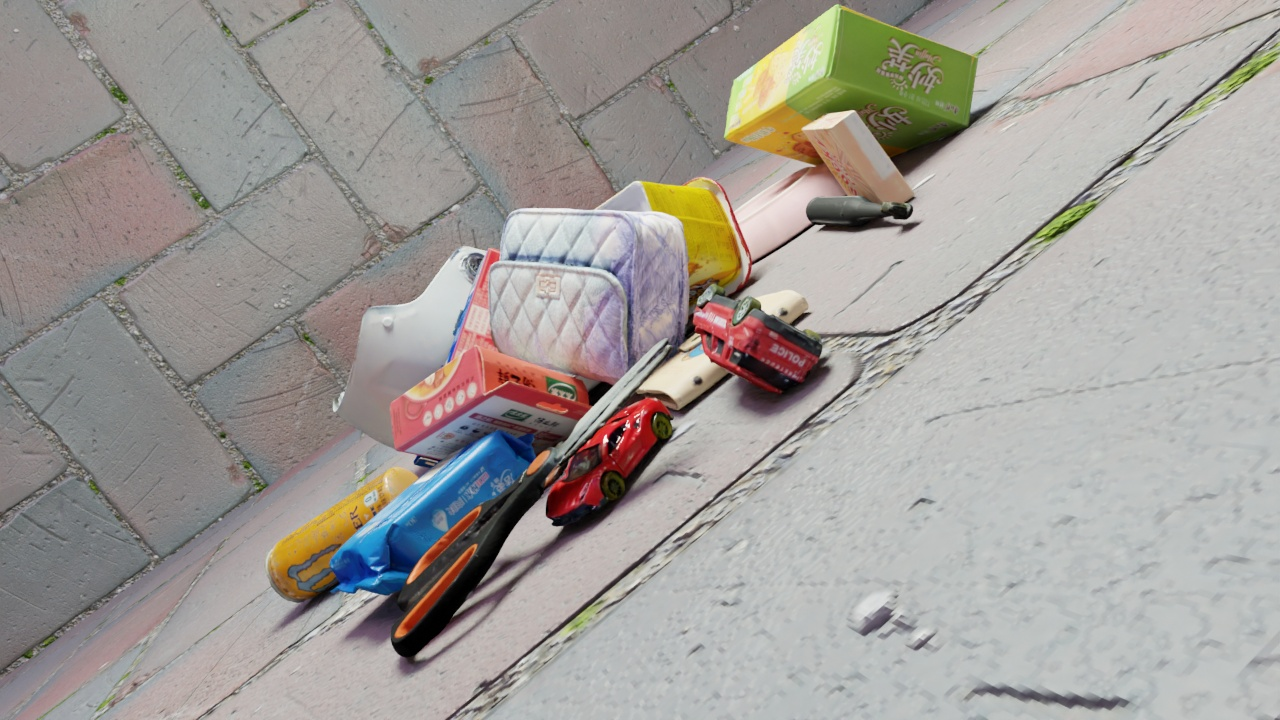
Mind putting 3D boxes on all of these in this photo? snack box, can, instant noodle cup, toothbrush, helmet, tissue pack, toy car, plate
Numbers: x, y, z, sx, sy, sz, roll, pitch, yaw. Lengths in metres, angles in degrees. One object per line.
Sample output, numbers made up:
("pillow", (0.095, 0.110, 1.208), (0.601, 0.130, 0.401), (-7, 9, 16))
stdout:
("snack box", (-0.104, 0.036, 0.695), (0.127, 0.044, 0.113), (-29, -32, 31))
("can", (-0.248, 0.149, 0.782), (0.146, 0.058, 0.058), (-33, 11, 16))
("instant noodle cup", (0.018, -0.101, 0.816), (0.116, 0.116, 0.123), (-29, -16, 32))
("snack box", (-0.148, 0.004, 0.834), (0.057, 0.058, 0.207), (142, 145, -63))
("toothbrush", (0.174, -0.121, 0.741), (0.212, 0.027, 0.026), (-118, 46, -80))
("snack box", (0.182, -0.172, 0.785), (0.026, 0.084, 0.157), (-37, 10, 9))
("helmet", (-0.187, 0.003, 0.972), (0.257, 0.146, 0.230), (-39, -7, -46))
("toothbrush", (-0.005, 0.005, 0.780), (0.181, 0.018, 0.015), (-38, 18, -4))
("tissue pack", (-0.141, 0.110, 0.636), (0.095, 0.052, 0.156), (-26, 14, 50))
("toy car", (0.062, -0.013, 0.537), (0.045, 0.053, 0.120), (-60, 14, 5))
("snack box", (0.197, -0.255, 0.902), (0.210, 0.157, 0.070), (176, 105, -70))
("plate", (0.139, -0.155, 0.968), (0.192, 0.039, 0.192), (-34, 10, 7))
("toy car", (-0.021, 0.059, 0.547), (0.049, 0.031, 0.106), (-28, 15, 42))

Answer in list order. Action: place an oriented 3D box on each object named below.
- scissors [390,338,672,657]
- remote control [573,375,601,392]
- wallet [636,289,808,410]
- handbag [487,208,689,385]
("scissors", (-0.059, 0.078, 0.509), (0.234, 0.021, 0.162), (-39, 16, 27))
("remote control", (-0.061, 0.028, 0.813), (0.135, 0.020, 0.056), (-40, 0, -26))
("wallet", (0.053, -0.008, 0.637), (0.115, 0.024, 0.087), (-39, 16, -13))
("handbag", (-0.049, -0.054, 0.734), (0.075, 0.134, 0.194), (-5, 9, -38))
